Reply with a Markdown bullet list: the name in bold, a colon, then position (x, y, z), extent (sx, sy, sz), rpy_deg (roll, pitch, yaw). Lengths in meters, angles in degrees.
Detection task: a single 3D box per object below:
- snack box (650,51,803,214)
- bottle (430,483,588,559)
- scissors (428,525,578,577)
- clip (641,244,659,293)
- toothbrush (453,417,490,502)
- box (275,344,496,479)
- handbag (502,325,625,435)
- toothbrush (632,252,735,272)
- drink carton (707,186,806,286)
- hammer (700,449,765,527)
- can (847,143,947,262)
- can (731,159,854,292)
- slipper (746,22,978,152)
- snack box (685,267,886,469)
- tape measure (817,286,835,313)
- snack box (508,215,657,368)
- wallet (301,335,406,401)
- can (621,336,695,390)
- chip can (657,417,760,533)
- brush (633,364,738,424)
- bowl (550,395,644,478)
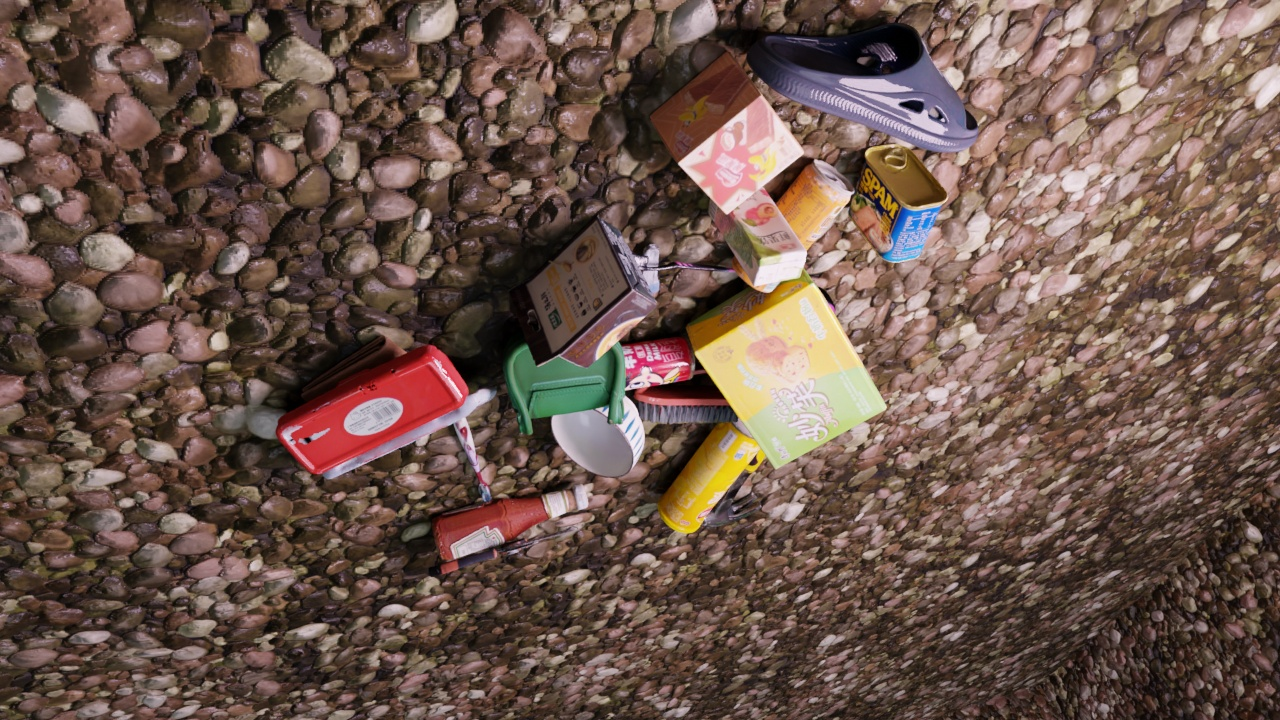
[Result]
- **snack box**: position (0.080, -0.209, 0.851), extent (0.094, 0.077, 0.092), rpy_deg (-37, 141, 15)
- **bottle**: position (-0.171, 0.207, 1.216), extent (0.206, 0.059, 0.060), rpy_deg (-15, 141, -13)
- **scissors**: position (-0.184, 0.251, 1.211), extent (0.188, 0.015, 0.226), rpy_deg (-14, 172, -18)
- **clip**: position (0.009, -0.100, 0.988), extent (0.026, 0.043, 0.058), rpy_deg (-5, 130, -20)
- **toothbrush**: position (-0.207, 0.123, 1.132), extent (0.016, 0.017, 0.188), rpy_deg (-17, 142, -10)
- **box**: position (-0.263, 0.064, 0.970), extent (0.201, 0.074, 0.154), rpy_deg (-25, 149, 12)
- **handbag**: position (-0.081, 0.019, 0.992), extent (0.131, 0.068, 0.120), rpy_deg (-9, 106, -4)
- **toothbrush**: position (0.056, -0.104, 0.998), extent (0.188, 0.014, 0.018), rpy_deg (-2, 112, -39)
- **drink carton**: position (0.115, -0.130, 0.926), extent (0.053, 0.122, 0.046), rpy_deg (-12, 142, -17)
- **hammer**: position (0.167, 0.142, 1.346), extent (0.126, 0.032, 0.324), rpy_deg (0, 136, -28)
- **can**: position (0.272, -0.167, 0.985), extent (0.057, 0.102, 0.083), rpy_deg (-13, 142, -17)
- **can**: position (0.162, -0.143, 0.988), extent (0.058, 0.058, 0.146), rpy_deg (12, 129, -38)
- **slipper**: position (0.225, -0.263, 0.845), extent (0.267, 0.110, 0.083), rpy_deg (6, 130, -29)
- **snack box**: position (0.174, 0.008, 1.092), extent (0.158, 0.070, 0.210), rpy_deg (-31, 118, 11)
- **tape measure**: position (0.209, -0.060, 1.124), extent (0.058, 0.039, 0.057), rpy_deg (-36, 141, 14)
- **snack box**: position (-0.059, -0.063, 0.917), extent (0.126, 0.113, 0.053), rpy_deg (-41, 140, 20)
- **wallet**: position (-0.285, 0.028, 0.980), extent (0.115, 0.020, 0.101), rpy_deg (-29, 143, 11)
- **can**: position (-0.006, 0.006, 1.075), extent (0.132, 0.053, 0.053), rpy_deg (-9, 139, -20)
- **chip can**: position (0.101, 0.153, 1.291), extent (0.072, 0.072, 0.214), rpy_deg (5, 133, -33)
- **brush**: position (0.058, 0.040, 1.151), extent (0.145, 0.063, 0.069), rpy_deg (1, 105, -28)
- **bowl**: position (-0.043, 0.078, 1.111), extent (0.066, 0.116, 0.117), rpy_deg (-50, 161, -40)
